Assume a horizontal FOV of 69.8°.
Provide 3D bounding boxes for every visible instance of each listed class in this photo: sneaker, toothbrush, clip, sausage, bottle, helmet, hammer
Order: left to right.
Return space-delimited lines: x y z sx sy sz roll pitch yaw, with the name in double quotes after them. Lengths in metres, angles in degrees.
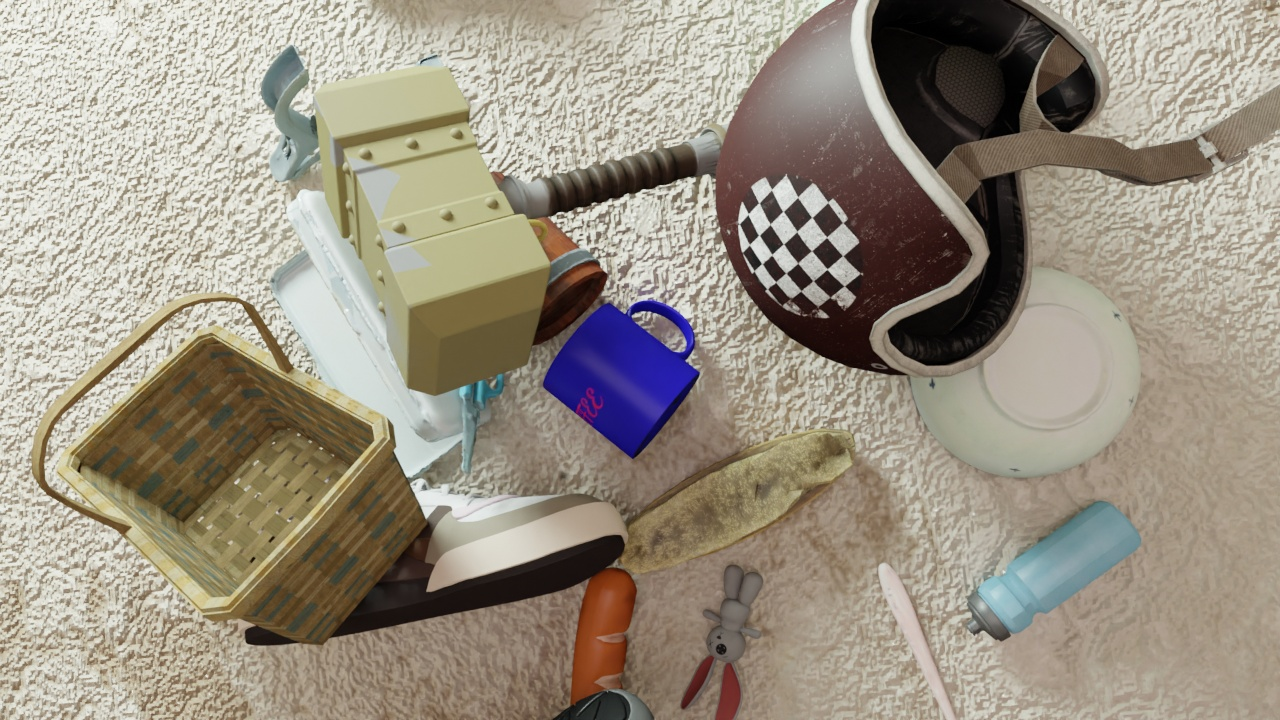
-0.236 -0.191 0.671 0.169 0.164 0.031 -30 83 8 "clip"
-0.155 0.124 0.677 0.294 0.111 0.116 -16 68 12 "sneaker"
-0.047 0.342 0.630 0.257 0.092 0.160 -40 93 26 "sneaker"
-0.029 -0.120 0.620 0.324 0.101 0.190 -20 69 -23 "hammer"
-0.029 0.235 0.678 0.044 0.039 0.164 4 89 23 "sausage"
0.174 -0.111 0.546 0.234 0.254 0.232 46 58 0 "helmet"
0.211 0.231 0.657 0.016 0.018 0.181 -24 84 6 "toothbrush"
0.282 0.150 0.639 0.130 0.040 0.040 -38 83 5 "bottle"

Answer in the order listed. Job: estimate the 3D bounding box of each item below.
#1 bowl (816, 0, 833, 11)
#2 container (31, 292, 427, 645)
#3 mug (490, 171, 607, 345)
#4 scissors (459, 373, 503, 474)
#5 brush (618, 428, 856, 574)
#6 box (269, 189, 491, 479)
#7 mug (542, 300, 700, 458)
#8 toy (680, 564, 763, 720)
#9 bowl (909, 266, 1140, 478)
0.197 -0.238 0.649 0.151 0.077 0.151 0 88 8 "bowl"
-0.278 0.058 0.599 0.250 0.186 0.157 21 61 37 "container"
-0.103 -0.066 0.684 0.117 0.081 0.111 -43 79 4 "mug"
-0.120 0.031 0.661 0.015 0.136 0.055 -38 123 19 "scissors"
0.068 0.102 0.669 0.195 0.043 0.059 -27 85 7 "brush"
-0.204 -0.016 0.682 0.130 0.105 0.210 -38 83 8 "box"
-0.004 0.004 0.672 0.083 0.079 0.111 38 65 8 "mug"
0.063 0.207 0.672 0.049 0.030 0.111 13 87 37 "toy"
0.270 0.006 0.631 0.153 0.073 0.153 0 86 7 "bowl"
